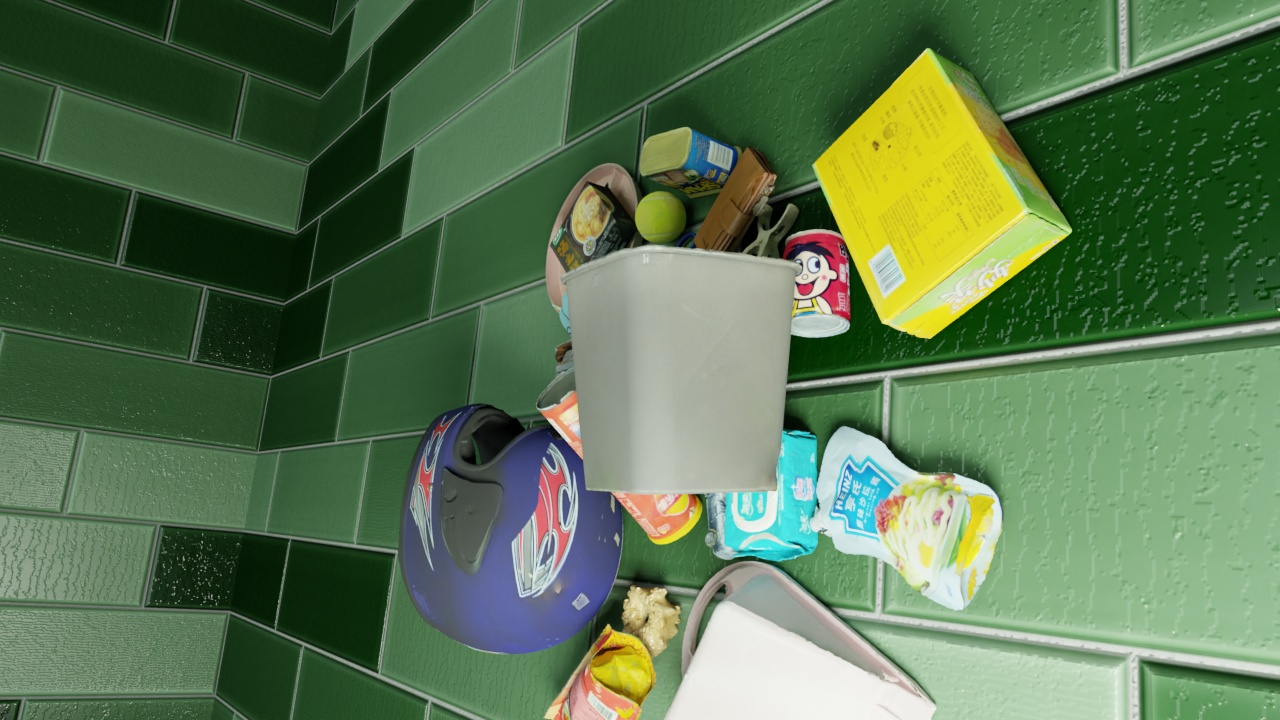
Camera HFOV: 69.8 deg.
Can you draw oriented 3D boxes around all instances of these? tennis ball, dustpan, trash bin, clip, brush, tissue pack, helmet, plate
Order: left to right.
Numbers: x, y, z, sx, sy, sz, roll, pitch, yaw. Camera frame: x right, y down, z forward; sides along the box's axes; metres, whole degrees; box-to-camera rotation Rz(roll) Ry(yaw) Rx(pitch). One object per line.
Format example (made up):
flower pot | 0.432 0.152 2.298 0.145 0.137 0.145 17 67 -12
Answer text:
helmet | -0.142 0.194 1.124 0.241 0.247 0.314 -11 64 23
plate | -0.066 -0.169 1.320 0.230 0.028 0.229 -25 59 48
brush | -0.012 0.374 1.059 0.083 0.045 0.255 24 102 51
tennis ball | 0.026 -0.181 1.164 0.066 0.065 0.065 -23 60 49
trash bin | 0.036 0.017 0.890 0.199 0.198 0.219 -9 80 62
clip | 0.138 -0.128 1.019 0.070 0.034 0.100 20 90 56
tissue pack | 0.130 0.135 0.925 0.093 0.050 0.133 -18 65 50
dustpan | 0.138 0.323 0.888 0.273 0.138 0.223 31 105 25

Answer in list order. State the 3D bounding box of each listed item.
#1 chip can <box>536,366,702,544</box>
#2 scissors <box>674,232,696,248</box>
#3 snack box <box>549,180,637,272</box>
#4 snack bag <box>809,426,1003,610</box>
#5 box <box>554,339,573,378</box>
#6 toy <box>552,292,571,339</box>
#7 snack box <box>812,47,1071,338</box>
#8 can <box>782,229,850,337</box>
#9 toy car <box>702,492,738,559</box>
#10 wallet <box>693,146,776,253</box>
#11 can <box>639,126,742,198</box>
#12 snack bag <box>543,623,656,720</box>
chip can | -0.022 0.105 1.005 0.073 0.216 0.073 -34 21 15
scissors | 0.035 -0.088 1.165 0.175 0.012 0.162 40 114 53
snack box | -0.067 -0.175 1.262 0.113 0.053 0.125 -56 45 25
snack bag | 0.223 0.133 0.810 0.191 0.038 0.110 23 106 56
box | -0.006 0.004 1.085 0.182 0.146 0.147 -17 42 51
toy | -0.059 -0.051 1.225 0.156 0.049 0.162 39 145 26
snack box | 0.260 -0.149 0.823 0.158 0.070 0.209 -45 46 37
can | 0.175 -0.077 0.919 0.067 0.066 0.093 -18 64 51
toy car | 0.091 0.165 0.976 0.034 0.043 0.090 -26 57 41
wallet | 0.107 -0.172 1.057 0.132 0.031 0.107 -59 17 24
can | 0.060 -0.242 1.121 0.102 0.083 0.057 2 80 54
snack bag | -0.053 0.401 1.032 0.128 0.073 0.208 60 138 41
